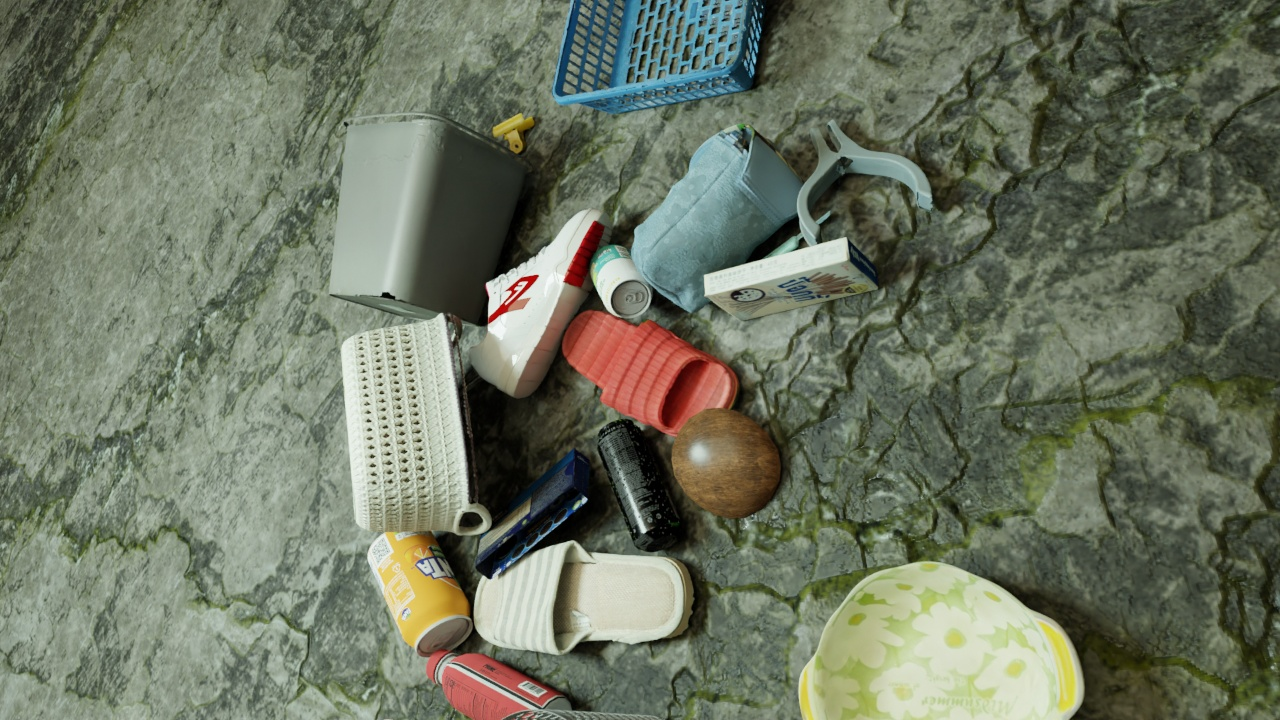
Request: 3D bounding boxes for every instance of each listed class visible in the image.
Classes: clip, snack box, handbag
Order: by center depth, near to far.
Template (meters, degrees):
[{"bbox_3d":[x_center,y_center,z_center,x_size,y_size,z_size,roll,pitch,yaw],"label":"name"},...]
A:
[{"bbox_3d":[0.146,-0.076,0.896,0.150,0.082,0.026,-13,66,30],"label":"snack box"},{"bbox_3d":[0.233,-0.180,0.899,0.164,0.031,0.172,-1,56,17],"label":"clip"},{"bbox_3d":[0.075,-0.152,0.958,0.192,0.121,0.118,-47,37,13],"label":"handbag"},{"bbox_3d":[-0.117,0.166,0.997,0.150,0.027,0.082,-40,19,16],"label":"snack box"},{"bbox_3d":[-0.169,-0.304,1.229,0.054,0.048,0.046,-18,39,27],"label":"clip"}]

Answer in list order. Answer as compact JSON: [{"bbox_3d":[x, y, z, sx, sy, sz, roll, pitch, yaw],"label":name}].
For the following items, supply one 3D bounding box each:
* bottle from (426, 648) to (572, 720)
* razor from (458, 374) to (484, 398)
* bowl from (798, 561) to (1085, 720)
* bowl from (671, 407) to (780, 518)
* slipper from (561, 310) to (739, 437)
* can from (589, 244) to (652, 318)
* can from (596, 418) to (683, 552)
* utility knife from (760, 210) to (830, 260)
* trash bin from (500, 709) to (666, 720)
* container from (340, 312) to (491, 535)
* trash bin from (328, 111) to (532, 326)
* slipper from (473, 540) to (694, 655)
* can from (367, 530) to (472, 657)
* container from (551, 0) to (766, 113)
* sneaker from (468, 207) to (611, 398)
[{"bbox_3d":[-0.156,0.348,0.960,0.177,0.062,0.062,12,80,36],"label":"bottle"},{"bbox_3d":[-0.199,0.022,1.135,0.106,0.026,0.042,-34,59,25],"label":"razor"},{"bbox_3d":[0.238,0.258,0.727,0.220,0.060,0.188,-22,63,27],"label":"bowl"},{"bbox_3d":[0.078,0.100,0.893,0.114,0.026,0.102,34,101,22],"label":"bowl"},{"bbox_3d":[-0.006,0.006,0.985,0.249,0.059,0.103,26,88,39],"label":"slipper"},{"bbox_3d":[-0.022,-0.087,1.011,0.055,0.055,0.101,-47,28,11],"label":"can"},{"bbox_3d":[-0.002,0.128,0.940,0.054,0.054,0.137,-36,57,19],"label":"can"},{"bbox_3d":[0.139,-0.106,0.955,0.148,0.015,0.022,-37,25,17],"label":"utility knife"},{"bbox_3d":[-0.038,0.383,0.790,0.157,0.183,0.156,-12,67,30],"label":"trash bin"},{"bbox_3d":[-0.256,0.076,1.031,0.185,0.143,0.251,115,146,-59],"label":"container"},{"bbox_3d":[-0.275,-0.169,1.159,0.198,0.197,0.220,7,84,36],"label":"trash bin"},{"bbox_3d":[-0.070,0.247,0.948,0.273,0.054,0.114,-12,62,30],"label":"slipper"},{"bbox_3d":[-0.251,0.259,1.046,0.079,0.079,0.142,-47,54,11],"label":"can"},{"bbox_3d":[0.048,-0.465,1.099,0.258,0.089,0.361,1,74,34],"label":"container"},{"bbox_3d":[-0.127,-0.081,1.064,0.104,0.090,0.236,28,95,15],"label":"sneaker"}]
